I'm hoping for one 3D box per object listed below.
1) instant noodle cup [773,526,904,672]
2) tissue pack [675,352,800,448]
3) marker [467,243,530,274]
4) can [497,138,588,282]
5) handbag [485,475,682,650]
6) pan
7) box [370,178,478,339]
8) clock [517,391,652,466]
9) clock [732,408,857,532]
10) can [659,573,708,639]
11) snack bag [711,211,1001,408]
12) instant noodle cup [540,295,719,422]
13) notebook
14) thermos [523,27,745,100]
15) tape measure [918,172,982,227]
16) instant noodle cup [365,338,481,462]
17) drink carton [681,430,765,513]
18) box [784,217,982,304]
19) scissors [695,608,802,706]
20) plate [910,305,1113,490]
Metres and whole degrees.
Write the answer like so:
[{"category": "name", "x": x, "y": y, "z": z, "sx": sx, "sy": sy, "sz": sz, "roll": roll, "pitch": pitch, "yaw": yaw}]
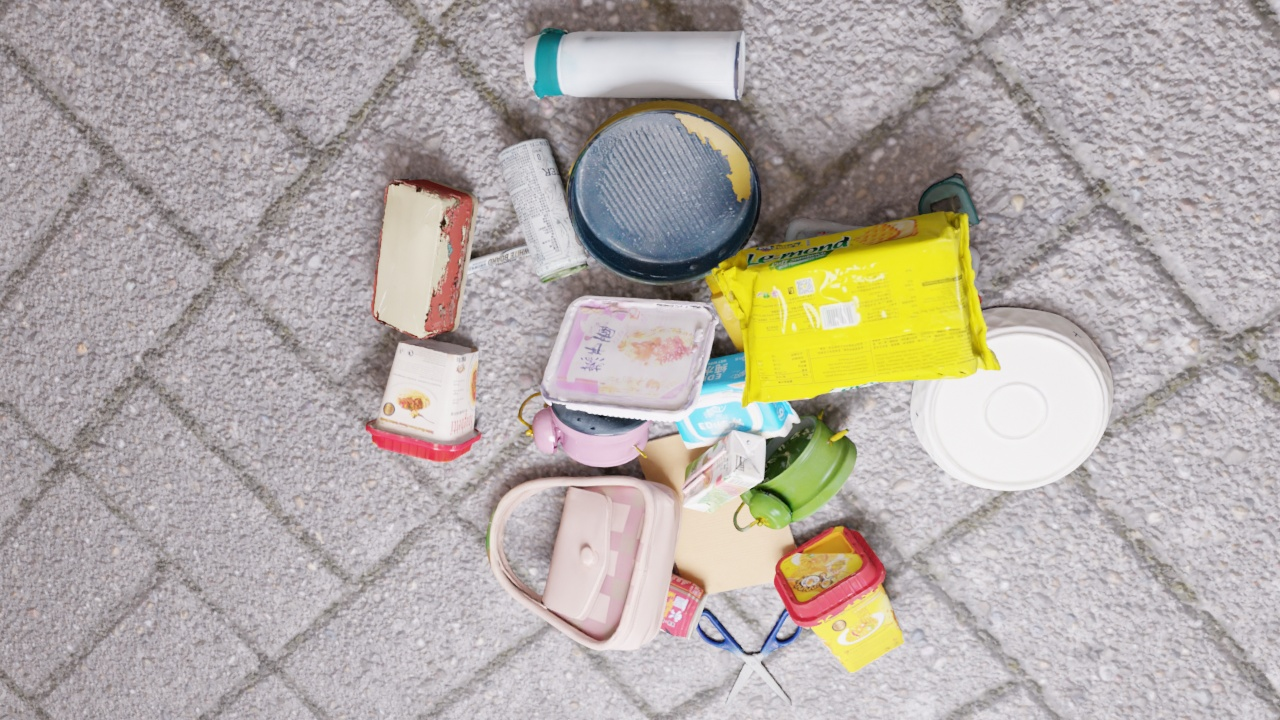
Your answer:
[{"category": "instant noodle cup", "x": 0.230, "y": 0.274, "z": 1.038, "sx": 0.116, "sy": 0.116, "sz": 0.124, "roll": -32, "pitch": 111, "yaw": 3}, {"category": "tissue pack", "x": 0.096, "y": 0.045, "z": 1.001, "sx": 0.140, "sy": 0.063, "sz": 0.090, "roll": -11, "pitch": 123, "yaw": 24}, {"category": "marker", "x": -0.145, "y": -0.121, "z": 1.043, "sx": 0.146, "sy": 0.016, "sz": 0.017, "roll": -14, "pitch": 104, "yaw": 16}, {"category": "can", "x": -0.104, "y": -0.161, "z": 0.988, "sx": 0.058, "sy": 0.058, "sz": 0.146, "roll": -18, "pitch": 92, "yaw": 16}, {"category": "handbag", "x": -0.077, "y": 0.219, "z": 1.074, "sx": 0.234, "sy": 0.093, "sz": 0.193, "roll": 10, "pitch": 81, "yaw": 26}, {"category": "pan", "x": 0.065, "y": -0.104, "z": 0.970, "sx": 0.198, "sy": 0.078, "sz": 0.357, "roll": -25, "pitch": 122, "yaw": 21}, {"category": "box", "x": -0.246, "y": -0.113, "z": 1.026, "sx": 0.091, "sy": 0.077, "sz": 0.168, "roll": 21, "pitch": 111, "yaw": 21}, {"category": "clock", "x": -0.060, "y": 0.062, "z": 1.032, "sx": 0.158, "sy": 0.117, "sz": 0.060, "roll": 10, "pitch": 128, "yaw": 9}, {"category": "clock", "x": 0.161, "y": 0.126, "z": 0.996, "sx": 0.056, "sy": 0.116, "sz": 0.161, "roll": 43, "pitch": 94, "yaw": -10}, {"category": "can", "x": 0.028, "y": 0.289, "z": 1.104, "sx": 0.094, "sy": 0.066, "sz": 0.067, "roll": 20, "pitch": 110, "yaw": 13}, {"category": "snack bag", "x": 0.202, "y": -0.044, "z": 0.872, "sx": 0.247, "sy": 0.068, "sz": 0.158, "roll": -10, "pitch": 103, "yaw": 15}, {"category": "instant noodle cup", "x": -0.006, "y": 0.006, "z": 0.971, "sx": 0.174, "sy": 0.137, "sz": 0.060, "roll": 4, "pitch": 151, "yaw": 23}, {"category": "notebook", "x": 0.094, "y": 0.178, "z": 1.091, "sx": 0.150, "sy": 0.012, "sz": 0.211, "roll": -15, "pitch": 103, "yaw": 17}, {"category": "thermos", "x": -0.008, "y": -0.303, "z": 0.933, "sx": 0.224, "sy": 0.073, "sz": 0.073, "roll": 4, "pitch": 108, "yaw": 11}, {"category": "tape measure", "x": 0.312, "y": -0.155, "z": 0.933, "sx": 0.055, "sy": 0.025, "sz": 0.058, "roll": -24, "pitch": 100, "yaw": 17}, {"category": "instant noodle cup", "x": -0.245, "y": 0.043, "z": 1.072, "sx": 0.117, "sy": 0.116, "sz": 0.124, "roll": 12, "pitch": 97, "yaw": 8}, {"category": "drink carton", "x": 0.088, "y": 0.123, "z": 1.005, "sx": 0.045, "sy": 0.053, "sz": 0.123, "roll": 16, "pitch": 150, "yaw": -18}, {"category": "box", "x": 0.246, "y": -0.096, "z": 0.949, "sx": 0.201, "sy": 0.095, "sz": 0.098, "roll": 12, "pitch": 74, "yaw": 8}, {"category": "scissors", "x": 0.136, "y": 0.364, "z": 1.140, "sx": 0.162, "sy": 0.012, "sz": 0.174, "roll": 29, "pitch": 112, "yaw": 1}, {"category": "plate", "x": 0.392, "y": 0.048, "z": 0.969, "sx": 0.205, "sy": 0.045, "sz": 0.205, "roll": 4, "pitch": 108, "yaw": 10}]
